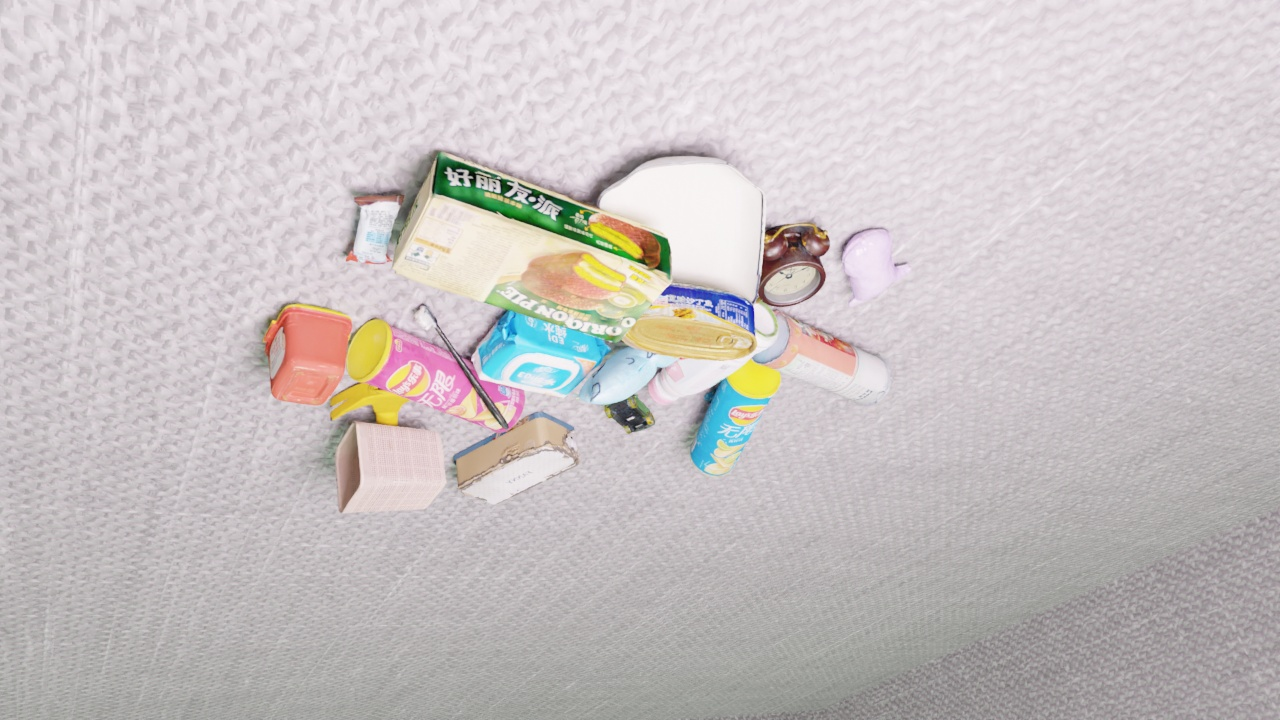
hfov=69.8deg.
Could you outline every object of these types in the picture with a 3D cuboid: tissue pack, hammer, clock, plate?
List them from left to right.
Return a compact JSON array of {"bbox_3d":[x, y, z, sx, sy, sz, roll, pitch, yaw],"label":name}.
[{"bbox_3d":[-0.331,0.112,1.200,0.128,0.032,0.302,-2,147,-15],"label":"hammer"},{"bbox_3d":[-0.115,-0.006,1.052,0.140,0.063,0.090,15,138,-35],"label":"tissue pack"},{"bbox_3d":[0.043,-0.119,0.934,0.162,0.034,0.266,-2,148,4],"label":"plate"},{"bbox_3d":[0.158,-0.108,0.985,0.082,0.055,0.122,-6,146,-8],"label":"clock"}]

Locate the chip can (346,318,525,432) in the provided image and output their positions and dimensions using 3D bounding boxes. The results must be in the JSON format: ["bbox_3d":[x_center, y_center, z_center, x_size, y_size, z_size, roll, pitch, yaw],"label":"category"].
[{"bbox_3d":[-0.229,0.023,1.054,0.072,0.071,0.210,-30,144,27],"label":"chip can"}]

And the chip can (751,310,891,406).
[{"bbox_3d":[0.229,0.000,1.164,0.214,0.071,0.071,19,137,-39],"label":"chip can"}]

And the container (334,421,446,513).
[{"bbox_3d":[-0.307,0.133,1.130,0.110,0.090,0.090,7,143,-33],"label":"container"}]

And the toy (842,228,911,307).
[{"bbox_3d":[0.262,-0.108,1.035,0.084,0.039,0.108,-32,141,6],"label":"toy"}]

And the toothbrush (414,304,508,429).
[{"bbox_3d":[-0.197,0.013,1.025,0.016,0.018,0.181,0,132,43],"label":"toothbrush"}]

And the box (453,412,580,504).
[{"bbox_3d":[-0.177,0.140,1.271,0.185,0.061,0.089,-25,145,24],"label":"box"}]

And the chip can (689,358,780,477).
[{"bbox_3d":[0.122,0.076,1.225,0.071,0.071,0.211,-2,145,-14],"label":"chip can"}]

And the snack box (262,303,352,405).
[{"bbox_3d":[-0.352,-0.004,0.965,0.082,0.080,0.091,12,141,-32],"label":"snack box"}]

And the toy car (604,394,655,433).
[{"bbox_3d":[-0.015,0.067,1.226,0.043,0.036,0.091,-21,148,18],"label":"toy car"}]

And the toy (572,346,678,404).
[{"bbox_3d":[-0.006,0.006,1.059,0.156,0.050,0.161,-30,-173,22],"label":"toy"}]

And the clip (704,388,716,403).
[{"bbox_3d":[0.114,0.044,1.252,0.056,0.014,0.042,-28,144,26],"label":"clip"}]

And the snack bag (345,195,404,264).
[{"bbox_3d":[-0.250,-0.122,0.861,0.048,0.026,0.104,-4,147,-23],"label":"snack bag"}]

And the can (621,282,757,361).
[{"bbox_3d":[0.051,-0.041,0.979,0.148,0.049,0.075,7,149,-10],"label":"can"}]

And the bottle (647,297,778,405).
[{"bbox_3d":[0.081,-0.004,1.119,0.068,0.068,0.198,14,144,-34],"label":"bottle"}]

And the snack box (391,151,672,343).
[{"bbox_3d":[-0.099,-0.100,0.865,0.240,0.063,0.115,16,141,-24],"label":"snack box"}]
